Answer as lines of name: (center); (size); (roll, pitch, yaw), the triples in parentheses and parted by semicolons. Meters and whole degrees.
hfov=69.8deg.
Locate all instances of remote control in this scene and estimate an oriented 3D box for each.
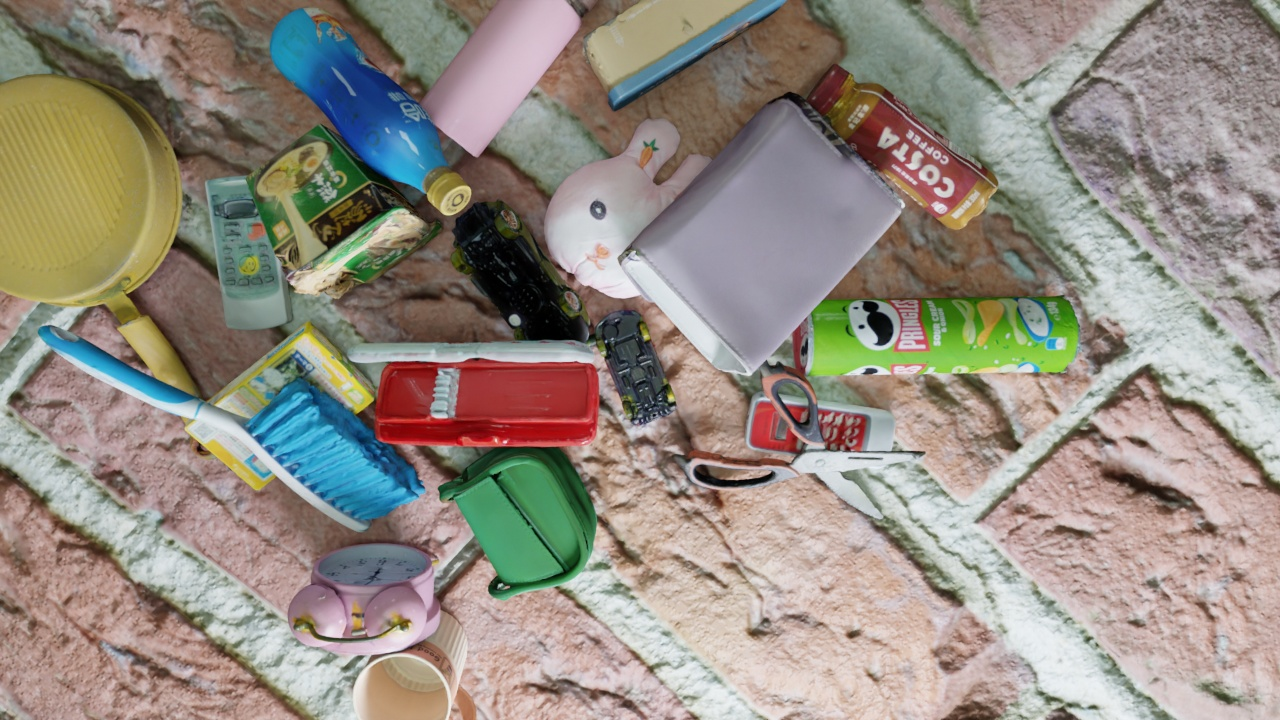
remote control: (-0.346, -0.095, 0.811); (0.056, 0.019, 0.135); (-4, 98, -1)
remote control: (0.165, 0.064, 0.843); (0.136, 0.020, 0.056); (9, 97, -2)

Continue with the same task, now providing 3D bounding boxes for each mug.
mug: (-0.191, 0.290, 0.825); (0.082, 0.106, 0.114); (-44, 97, 5)

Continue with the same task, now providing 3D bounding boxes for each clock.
clock: (-0.234, 0.208, 0.787); (0.117, 0.158, 0.060); (4, 100, -3)

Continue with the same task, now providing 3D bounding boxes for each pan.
pan: (-0.462, -0.072, 0.800); (0.198, 0.078, 0.357); (-24, 91, 5)

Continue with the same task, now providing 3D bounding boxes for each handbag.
handbag: (-0.108, 0.141, 0.830); (0.120, 0.068, 0.131); (-25, 99, 10)
handbag: (0.096, -0.104, 0.764); (0.197, 0.098, 0.145); (-46, 107, -9)

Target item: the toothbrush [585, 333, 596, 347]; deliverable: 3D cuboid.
toothbrush: (-0.125, 0.016, 0.835); (0.186, 0.012, 0.017); (-21, 104, 2)

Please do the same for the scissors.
scissors: (0.141, 0.086, 0.828); (0.189, 0.015, 0.222); (-32, 116, 22)

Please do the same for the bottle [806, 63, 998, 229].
bottle: (0.223, -0.186, 0.790); (0.175, 0.057, 0.057); (37, 96, -5)

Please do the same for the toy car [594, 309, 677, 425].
toy car: (-0.005, 0.005, 0.825); (0.049, 0.031, 0.106); (-23, 101, 1)

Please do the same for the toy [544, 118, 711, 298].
toy: (-0.007, -0.133, 0.798); (0.121, 0.054, 0.159); (38, 88, -7)

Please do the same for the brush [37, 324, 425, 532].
brush: (-0.321, 0.048, 0.759); (0.109, 0.060, 0.314); (-36, 123, 7)

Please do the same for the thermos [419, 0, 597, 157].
thermos: (-0.109, -0.274, 0.772); (0.087, 0.067, 0.199); (41, 97, 22)

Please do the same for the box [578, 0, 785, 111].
box: (0.030, -0.274, 0.759); (0.184, 0.089, 0.062); (-32, 98, 6)

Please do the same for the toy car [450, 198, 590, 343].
toy car: (-0.104, -0.068, 0.804); (0.070, 0.042, 0.158); (-32, 98, 28)

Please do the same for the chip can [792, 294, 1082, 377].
chip can: (0.256, -0.022, 0.807); (0.236, 0.072, 0.072); (-1, 98, -1)

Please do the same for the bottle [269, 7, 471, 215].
bottle: (-0.214, -0.197, 0.738); (0.065, 0.065, 0.218); (-45, 72, 5)

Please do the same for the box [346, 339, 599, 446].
box: (-0.140, 0.021, 0.772); (0.201, 0.101, 0.095); (0, 75, 10)

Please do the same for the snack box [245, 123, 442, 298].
snack box: (-0.253, -0.128, 0.768); (0.117, 0.118, 0.105); (-34, 87, 4)

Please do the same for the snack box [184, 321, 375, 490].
snack box: (-0.317, 0.041, 0.812); (0.140, 0.033, 0.087); (-37, 117, 6)
